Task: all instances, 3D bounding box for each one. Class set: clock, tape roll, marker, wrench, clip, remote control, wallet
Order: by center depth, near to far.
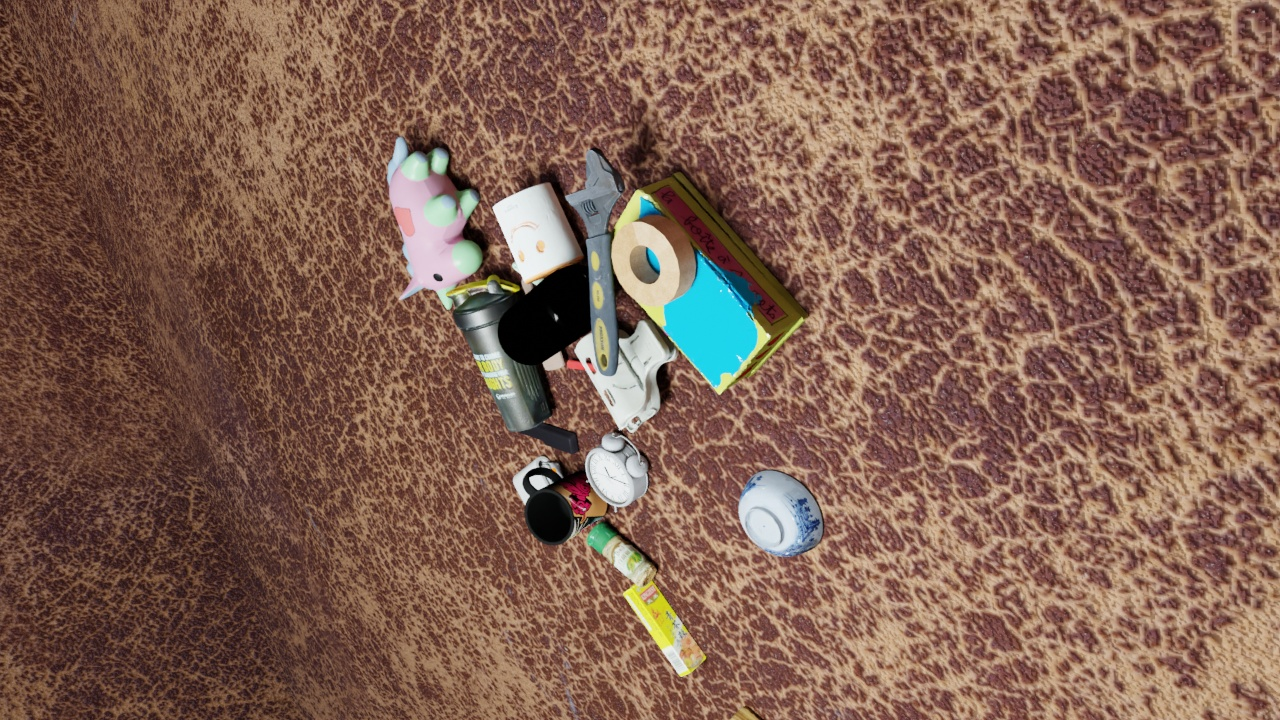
[{"bbox_3d":[0.013,-0.105,0.970,0.094,0.027,0.094,23,127,34],"label":"tape roll"},{"bbox_3d":[-0.044,-0.104,1.032,0.073,0.022,0.274,15,123,31],"label":"wrench"},{"bbox_3d":[-0.023,0.012,1.141,0.126,0.101,0.152,59,145,17],"label":"clip"},{"bbox_3d":[-0.046,0.011,1.228,0.142,0.012,0.013,7,117,43],"label":"marker"},{"bbox_3d":[-0.031,0.151,1.275,0.094,0.035,0.123,43,138,19],"label":"clock"},{"bbox_3d":[-0.146,0.111,1.386,0.137,0.015,0.032,14,121,41],"label":"remote control"},{"bbox_3d":[-0.140,0.209,1.422,0.118,0.037,0.116,59,140,7],"label":"wallet"}]

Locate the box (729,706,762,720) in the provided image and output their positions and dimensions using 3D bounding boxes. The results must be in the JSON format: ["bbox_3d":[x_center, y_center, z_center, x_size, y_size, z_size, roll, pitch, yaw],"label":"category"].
[{"bbox_3d":[0.174,0.685,1.266,0.279,0.191,0.252,31,134,28],"label":"box"}]

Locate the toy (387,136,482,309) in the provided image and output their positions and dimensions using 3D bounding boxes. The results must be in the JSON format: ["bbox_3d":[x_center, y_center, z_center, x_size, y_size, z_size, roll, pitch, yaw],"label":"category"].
[{"bbox_3d":[-0.304,-0.197,1.305,0.172,0.119,0.222,-40,83,40],"label":"toy"}]

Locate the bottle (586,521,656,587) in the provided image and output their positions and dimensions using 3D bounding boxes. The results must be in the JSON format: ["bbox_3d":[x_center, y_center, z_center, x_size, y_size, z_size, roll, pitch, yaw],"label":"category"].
[{"bbox_3d":[-0.028,0.285,1.345,0.111,0.043,0.043,36,134,25],"label":"bottle"}]

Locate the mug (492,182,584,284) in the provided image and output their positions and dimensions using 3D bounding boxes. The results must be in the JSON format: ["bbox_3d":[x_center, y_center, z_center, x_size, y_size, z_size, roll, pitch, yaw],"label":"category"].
[{"bbox_3d":[-0.129,-0.160,1.159,0.082,0.082,0.105,-18,98,49],"label":"mug"}]

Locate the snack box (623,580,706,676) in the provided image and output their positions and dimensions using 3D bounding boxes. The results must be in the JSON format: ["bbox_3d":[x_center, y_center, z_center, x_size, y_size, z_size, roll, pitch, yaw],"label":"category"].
[{"bbox_3d":[0.035,0.388,1.342,0.148,0.040,0.029,54,138,8],"label":"snack box"}]

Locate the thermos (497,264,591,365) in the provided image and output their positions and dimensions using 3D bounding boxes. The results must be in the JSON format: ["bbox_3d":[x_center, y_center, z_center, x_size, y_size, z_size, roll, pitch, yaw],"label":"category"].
[{"bbox_3d":[-0.106,-0.059,1.156,0.086,0.086,0.199,61,148,-1],"label":"thermos"}]

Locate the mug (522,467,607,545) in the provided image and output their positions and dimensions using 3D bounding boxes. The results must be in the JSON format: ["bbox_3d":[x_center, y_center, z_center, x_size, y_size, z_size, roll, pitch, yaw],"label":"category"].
[{"bbox_3d":[-0.119,0.200,1.326,0.118,0.098,0.082,42,114,15],"label":"mug"}]

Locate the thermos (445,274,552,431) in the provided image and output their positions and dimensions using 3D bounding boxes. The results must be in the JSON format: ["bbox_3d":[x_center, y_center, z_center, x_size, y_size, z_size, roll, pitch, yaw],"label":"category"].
[{"bbox_3d":[-0.193,-0.011,1.311,0.098,0.097,0.221,0,116,46],"label":"thermos"}]

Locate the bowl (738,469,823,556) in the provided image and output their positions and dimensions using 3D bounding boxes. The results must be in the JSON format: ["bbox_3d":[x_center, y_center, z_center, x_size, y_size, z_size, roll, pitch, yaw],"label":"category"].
[{"bbox_3d":[0.158,0.191,1.096,0.114,0.045,0.114,24,128,35],"label":"bowl"}]

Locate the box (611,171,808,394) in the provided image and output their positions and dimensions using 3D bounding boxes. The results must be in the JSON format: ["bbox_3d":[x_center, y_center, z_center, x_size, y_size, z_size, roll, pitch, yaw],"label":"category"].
[{"bbox_3d":[0.065,-0.084,1.012,0.221,0.079,0.125,47,137,12],"label":"box"}]

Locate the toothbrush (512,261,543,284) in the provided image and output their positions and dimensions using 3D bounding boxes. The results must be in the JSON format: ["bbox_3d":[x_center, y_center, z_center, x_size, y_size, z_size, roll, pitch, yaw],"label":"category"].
[{"bbox_3d":[-0.119,-0.094,1.238,0.155,0.015,0.022,35,114,27],"label":"toothbrush"}]

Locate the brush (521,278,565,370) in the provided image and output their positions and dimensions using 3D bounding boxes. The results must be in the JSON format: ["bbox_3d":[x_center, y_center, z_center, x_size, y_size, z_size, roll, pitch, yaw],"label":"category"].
[{"bbox_3d":[-0.137,-0.053,1.285,0.050,0.015,0.135,-12,98,52],"label":"brush"}]
